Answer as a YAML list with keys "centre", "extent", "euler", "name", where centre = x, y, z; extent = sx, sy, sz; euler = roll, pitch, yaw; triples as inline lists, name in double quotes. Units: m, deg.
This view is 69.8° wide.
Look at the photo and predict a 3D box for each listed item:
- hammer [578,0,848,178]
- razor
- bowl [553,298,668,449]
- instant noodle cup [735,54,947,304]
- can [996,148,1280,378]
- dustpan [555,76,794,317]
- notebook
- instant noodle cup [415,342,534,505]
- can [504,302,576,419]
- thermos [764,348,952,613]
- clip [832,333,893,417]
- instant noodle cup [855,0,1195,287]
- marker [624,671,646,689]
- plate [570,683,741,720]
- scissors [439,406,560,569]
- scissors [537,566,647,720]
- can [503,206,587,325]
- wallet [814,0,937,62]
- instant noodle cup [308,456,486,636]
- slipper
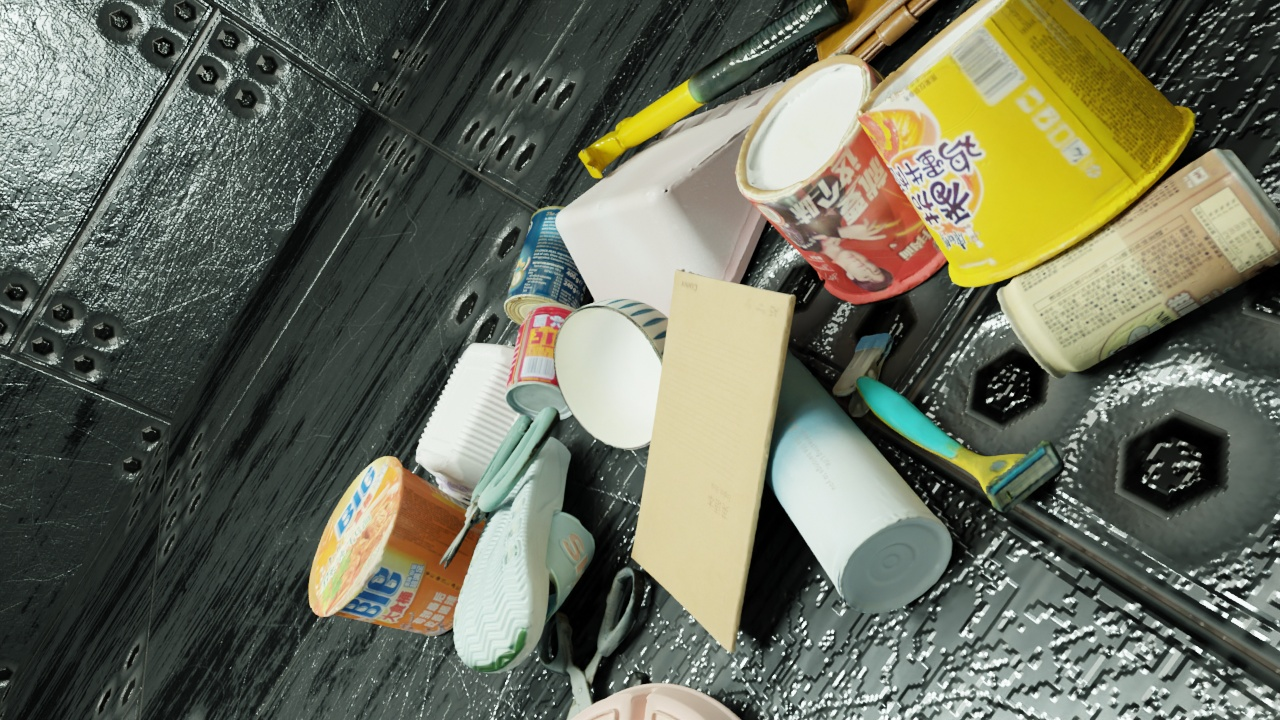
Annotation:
- centre: [0.053, -0.243, 0.824]
  extent: [0.302, 0.033, 0.128]
  euler: [-22, 20, 43]
  name: "hammer"
- centre: [0.162, 0.039, 0.500]
  extent: [0.043, 0.028, 0.132]
  euler: [-37, 33, -10]
  name: "razor"
- centre: [-0.004, 0.004, 0.713]
  extent: [0.117, 0.116, 0.066]
  euler: [-23, 2, 45]
  name: "bowl"
- centre: [0.137, -0.121, 0.598]
  extent: [0.138, 0.108, 0.137]
  euler: [-35, 38, 34]
  name: "instant noodle cup"
- centre: [0.237, -0.044, 0.436]
  extent: [0.117, 0.058, 0.058]
  euler: [-37, 37, 32]
  name: "can"
- centre: [0.044, -0.121, 0.830]
  extent: [0.272, 0.139, 0.223]
  euler: [-40, 21, -26]
  name: "dustpan"
- centre: [0.042, 0.053, 0.586]
  extent: [0.149, 0.012, 0.211]
  euler: [-154, 71, -65]
  name: "notebook"
- centre: [-0.162, 0.055, 0.924]
  extent: [0.138, 0.060, 0.173]
  euler: [5, 69, 56]
  name: "instant noodle cup"
- centre: [-0.085, 0.000, 0.852]
  extent: [0.067, 0.066, 0.093]
  euler: [-28, 43, 41]
  name: "can"
- centre: [0.096, 0.050, 0.546]
  extent: [0.070, 0.070, 0.220]
  euler: [-50, 33, 14]
  name: "thermos"
- centre: [0.141, 0.007, 0.574]
  extent: [0.024, 0.027, 0.056]
  euler: [-7, 47, 50]
  name: "clip"
- centre: [0.188, -0.123, 0.478]
  extent: [0.138, 0.110, 0.138]
  euler: [-42, 8, 7]
  name: "instant noodle cup"
- centre: [-0.020, 0.260, 0.586]
  extent: [0.018, 0.015, 0.124]
  euler: [-10, 53, 51]
  name: "marker"
- centre: [-0.008, 0.294, 0.499]
  extent: [0.230, 0.028, 0.229]
  euler: [-27, 49, 35]
  name: "plate"
- centre: [-0.120, 0.095, 0.787]
  extent: [0.170, 0.019, 0.180]
  euler: [-54, 12, 12]
  name: "scissors"
- centre: [-0.037, 0.222, 0.632]
  extent: [0.159, 0.014, 0.181]
  euler: [-56, 28, 5]
  name: "scissors"
- centre: [-0.088, -0.088, 0.925]
  extent: [0.075, 0.075, 0.111]
  euler: [-20, 49, 47]
  name: "can"
- centre: [0.195, -0.289, 0.731]
  extent: [0.131, 0.035, 0.118]
  euler: [-37, 37, 35]
  name: "wallet"
- centre: [-0.214, 0.177, 0.840]
  extent: [0.152, 0.111, 0.151]
  euler: [-35, 38, 33]
  name: "instant noodle cup"
- centre: [-0.083, 0.150, 0.720]
  extent: [0.104, 0.074, 0.245]
  euler: [-49, 16, 23]
  name: "slipper"
